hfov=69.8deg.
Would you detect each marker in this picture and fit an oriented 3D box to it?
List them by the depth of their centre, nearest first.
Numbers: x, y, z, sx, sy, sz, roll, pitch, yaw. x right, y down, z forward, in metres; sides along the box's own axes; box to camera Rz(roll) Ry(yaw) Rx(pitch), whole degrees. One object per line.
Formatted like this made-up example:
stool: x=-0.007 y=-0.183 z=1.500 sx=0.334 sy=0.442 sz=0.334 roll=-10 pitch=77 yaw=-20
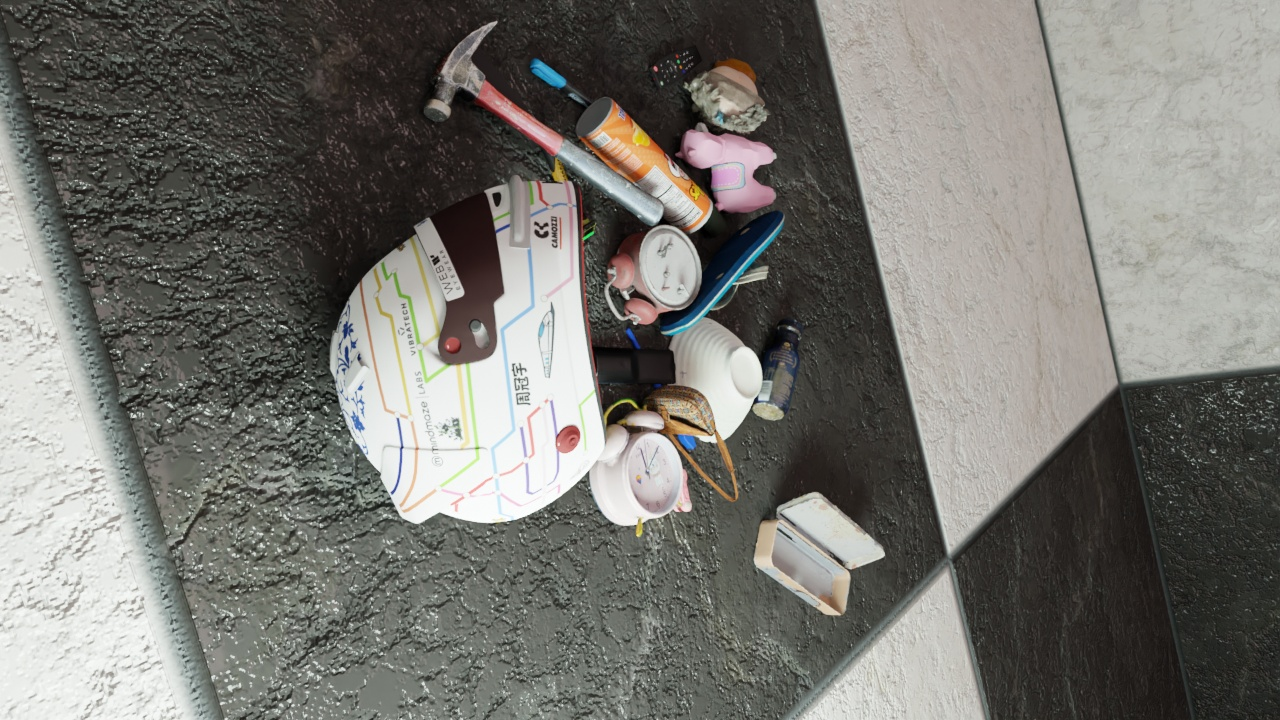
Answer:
marker: x=-0.090 y=-0.337 z=1.144 sx=0.123 sy=0.018 sz=0.015 roll=26 pitch=69 yaw=-43

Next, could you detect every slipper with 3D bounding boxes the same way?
slipper: x=0.130 y=-0.116 z=1.269 sx=0.060 sy=0.118 sz=0.293 roll=49 pitch=53 yaw=-12

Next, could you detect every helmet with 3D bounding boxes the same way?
helmet: x=-0.160 y=-0.007 z=0.842 sx=0.236 sy=0.231 sz=0.314 roll=-6 pitch=93 yaw=-12

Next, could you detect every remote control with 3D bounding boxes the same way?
remote control: x=-0.007 y=0.007 z=1.158 sx=0.140 sy=0.021 sz=0.045 roll=2 pitch=82 yaw=-42
remote control: x=0.051 y=-0.425 z=1.322 sx=0.124 sy=0.010 sz=0.039 roll=-44 pitch=114 yaw=-43

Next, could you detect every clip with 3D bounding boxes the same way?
clip: x=0.055 y=0.168 z=1.188 sx=0.022 sy=0.039 sz=0.059 roll=-17 pitch=99 yaw=-51

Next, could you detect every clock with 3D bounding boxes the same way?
clock: x=-0.007 y=0.123 z=1.113 sx=0.116 sy=0.059 sz=0.158 roll=-25 pitch=100 yaw=-47
clock: x=0.016 y=-0.107 z=1.169 sx=0.156 sy=0.062 sz=0.110 roll=-39 pitch=110 yaw=-38

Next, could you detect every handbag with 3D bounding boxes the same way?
handbag: x=0.073 y=0.117 z=1.185 sx=0.043 sy=0.094 sz=0.196 roll=-51 pitch=124 yaw=-34

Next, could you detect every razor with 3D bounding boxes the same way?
razor: x=-0.092 y=-0.216 z=1.115 sx=0.144 sy=0.021 sz=0.044 roll=67 pitch=27 yaw=-14

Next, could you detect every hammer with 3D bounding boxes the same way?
hammer: x=-0.095 y=-0.261 z=1.083 sx=0.326 sy=0.036 sz=0.140 roll=30 pitch=64 yaw=-32

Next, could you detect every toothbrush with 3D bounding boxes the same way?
toothbrush: x=0.025 y=0.039 z=1.204 sx=0.016 sy=0.011 sz=0.187 roll=-45 pitch=112 yaw=-43

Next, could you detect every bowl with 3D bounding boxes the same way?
bowl: x=0.118 y=0.021 z=1.261 sx=0.177 sy=0.071 sz=0.177 roll=13 pitch=72 yaw=-46

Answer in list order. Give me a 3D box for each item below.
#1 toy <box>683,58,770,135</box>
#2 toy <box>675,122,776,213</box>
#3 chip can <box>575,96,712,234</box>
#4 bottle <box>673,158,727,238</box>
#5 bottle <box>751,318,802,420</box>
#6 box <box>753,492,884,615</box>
toy: x=0.129 y=-0.393 z=1.357 sx=0.132 sy=0.076 sz=0.175 roll=30 pitch=44 yaw=-8
toy: x=0.123 y=-0.276 z=1.329 sx=0.157 sy=0.067 sz=0.123 roll=-3 pitch=97 yaw=-34
chip can: x=0.008 y=-0.251 z=1.201 sx=0.210 sy=0.062 sz=0.062 roll=38 pitch=56 yaw=-37
bottle: x=0.080 y=-0.231 z=1.299 sx=0.123 sy=0.033 sz=0.032 roll=54 pitch=48 yaw=-25
bottle: x=0.208 y=0.011 z=1.372 sx=0.056 sy=0.056 sz=0.160 roll=42 pitch=54 yaw=-34
box: x=0.272 y=0.289 z=1.358 sx=0.217 sy=0.095 sz=0.120 roll=39 pitch=59 yaw=-36
